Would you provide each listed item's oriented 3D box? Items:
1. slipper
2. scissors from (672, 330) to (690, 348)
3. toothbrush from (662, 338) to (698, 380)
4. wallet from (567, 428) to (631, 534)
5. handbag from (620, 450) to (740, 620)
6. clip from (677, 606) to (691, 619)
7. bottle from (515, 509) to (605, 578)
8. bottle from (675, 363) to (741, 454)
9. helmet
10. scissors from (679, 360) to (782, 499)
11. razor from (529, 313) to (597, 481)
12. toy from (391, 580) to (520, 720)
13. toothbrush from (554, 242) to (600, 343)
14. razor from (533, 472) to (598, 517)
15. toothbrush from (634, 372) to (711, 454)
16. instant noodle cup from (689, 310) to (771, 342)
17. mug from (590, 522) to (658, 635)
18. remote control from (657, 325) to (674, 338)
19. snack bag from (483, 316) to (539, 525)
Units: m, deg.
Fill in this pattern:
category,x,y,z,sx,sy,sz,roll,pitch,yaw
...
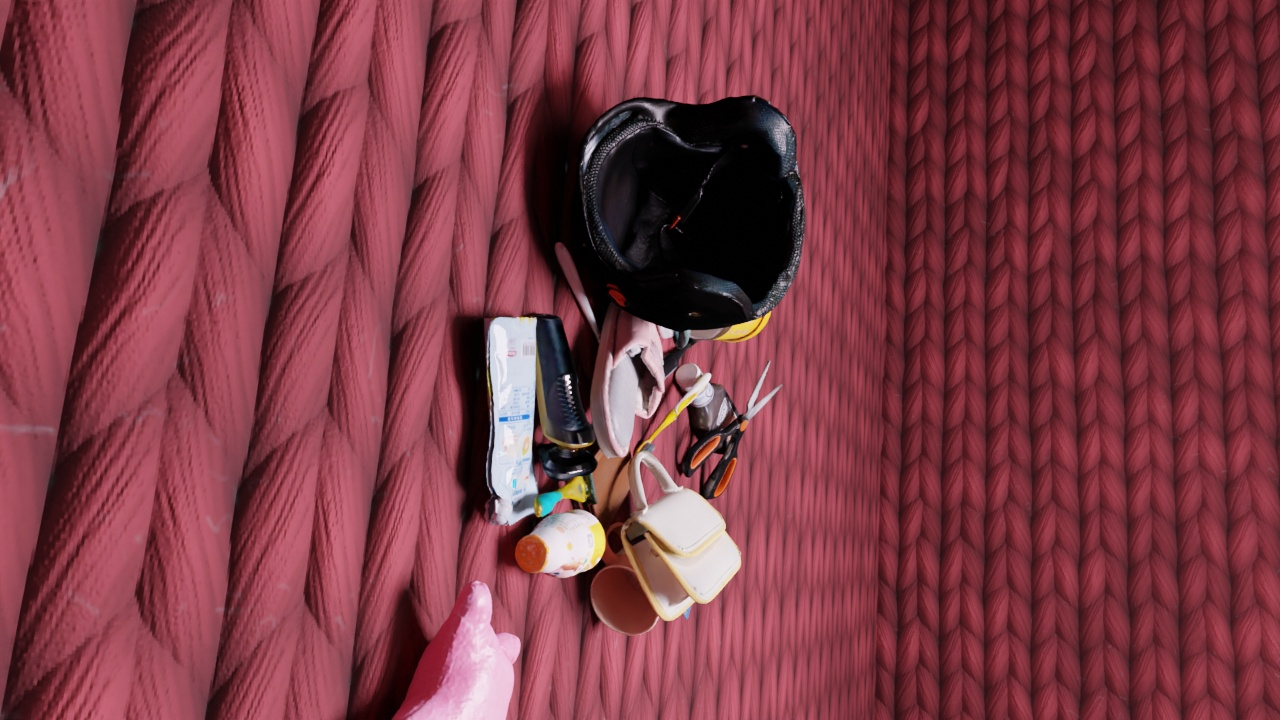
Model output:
category,x,y,z,sx,sy,sz,roll,pitch,yaw
slipper,-0.006,0.006,1.028,0.273,0.054,0.114,-75,153,-57
scissors,0.047,-0.093,1.151,0.169,0.019,0.172,-102,-165,-61
toothbrush,0.038,0.003,1.214,0.026,0.027,0.212,54,29,-2
wallet,-0.040,0.127,1.031,0.124,0.032,0.101,-56,142,-52
handbag,0.036,0.183,1.029,0.178,0.063,0.163,60,22,7
clip,0.054,0.331,1.259,0.025,0.036,0.058,-64,149,-42
bottle,-0.080,0.180,0.892,0.108,0.063,0.063,7,83,-66
bottle,0.099,0.067,1.333,0.195,0.044,0.079,55,48,-51
helmet,0.041,-0.148,0.979,0.274,0.231,0.233,25,71,-17
scissors,0.131,0.111,1.340,0.220,0.022,0.228,-25,133,-42
razor,-0.084,0.034,0.905,0.062,0.068,0.167,-9,89,-46
toy,-0.149,0.290,0.725,0.179,0.075,0.194,80,27,-46
toothbrush,-0.059,-0.061,1.006,0.180,0.016,0.016,67,25,-42
razor,-0.078,0.133,0.894,0.132,0.028,0.043,-14,97,-71
toothbrush,0.047,0.070,1.197,0.190,0.018,0.016,-44,136,-41
instant noodle cup,0.106,-0.079,1.273,0.114,0.119,0.118,-14,103,-57
mug,-0.008,0.240,1.054,0.114,0.082,0.105,57,25,0
remote control,0.022,-0.086,1.135,0.135,0.020,0.056,-97,170,-50
snack bag,-0.117,0.055,0.836,0.110,0.039,0.191,-30,120,-84
